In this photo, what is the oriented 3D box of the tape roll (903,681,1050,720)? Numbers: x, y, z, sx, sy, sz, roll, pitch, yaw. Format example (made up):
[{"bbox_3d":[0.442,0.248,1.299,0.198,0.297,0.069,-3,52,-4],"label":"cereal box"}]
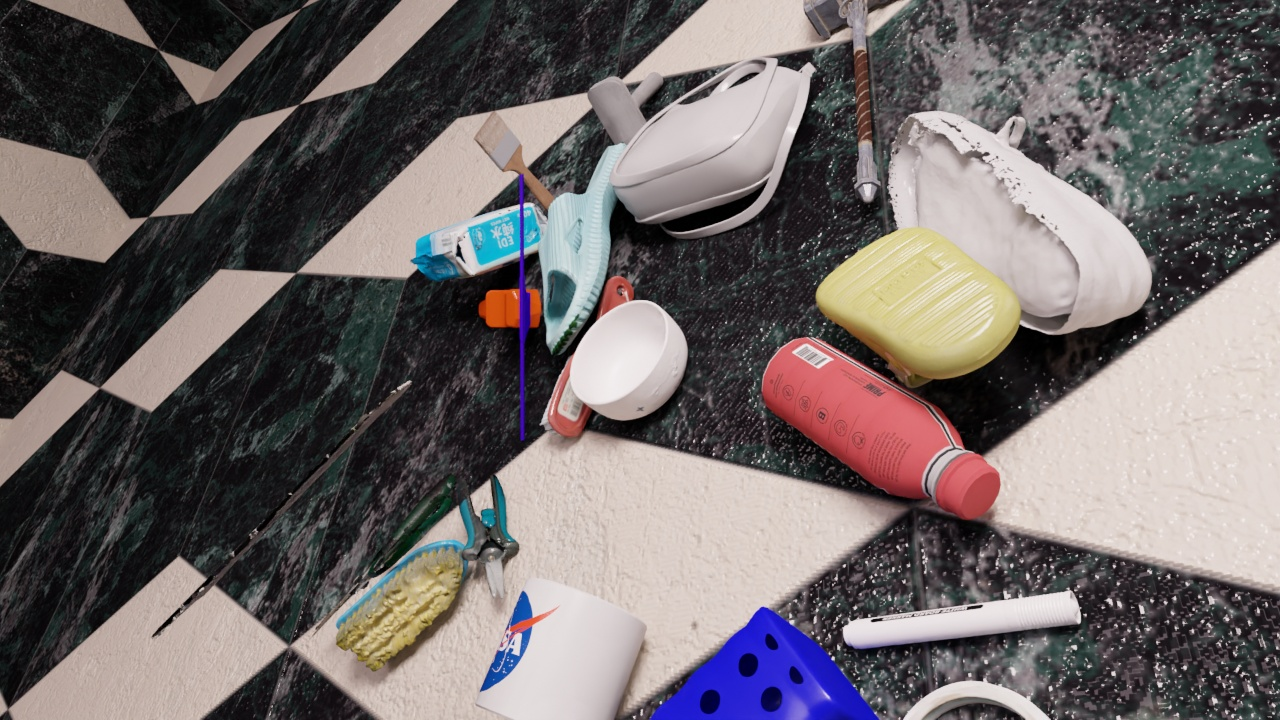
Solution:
[{"bbox_3d":[0.173,0.212,0.469,0.093,0.013,0.092,-26,43,27],"label":"tape roll"}]

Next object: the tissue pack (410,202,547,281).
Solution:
[{"bbox_3d":[-0.172,-0.130,1.022,0.144,0.062,0.093,-29,18,-38],"label":"tissue pack"}]

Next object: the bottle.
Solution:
[{"bbox_3d":[0.152,0.044,0.591,0.062,0.062,0.176,-50,38,-1],"label":"bottle"}]

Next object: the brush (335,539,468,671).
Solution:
[{"bbox_3d":[-0.204,0.205,0.815,0.136,0.055,0.075,-42,16,9],"label":"brush"}]

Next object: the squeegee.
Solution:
[{"bbox_3d":[-0.134,-0.053,0.943,0.185,0.055,0.249,-174,83,-65],"label":"squeegee"}]

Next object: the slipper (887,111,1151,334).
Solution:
[{"bbox_3d":[0.242,-0.102,0.619,0.246,0.074,0.112,-117,41,-52],"label":"slipper"}]

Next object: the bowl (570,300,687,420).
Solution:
[{"bbox_3d":[-0.005,0.005,0.785,0.105,0.054,0.104,-24,46,28],"label":"bowl"}]

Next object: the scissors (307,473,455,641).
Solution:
[{"bbox_3d":[-0.236,0.177,0.860,0.210,0.015,0.154,-43,12,12],"label":"scissors"}]

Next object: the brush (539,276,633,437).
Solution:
[{"bbox_3d":[-0.049,-0.005,0.854,0.030,0.041,0.172,-20,42,53],"label":"brush"}]

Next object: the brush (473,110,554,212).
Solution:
[{"bbox_3d":[-0.127,-0.203,1.006,0.008,0.143,0.045,-4,47,41],"label":"brush"}]

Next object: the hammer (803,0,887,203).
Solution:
[{"bbox_3d":[0.196,-0.255,0.813,0.099,0.044,0.321,-20,47,33],"label":"hammer"}]

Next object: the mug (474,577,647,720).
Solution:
[{"bbox_3d":[-0.057,0.214,0.643,0.121,0.091,0.090,129,165,-67],"label":"mug"}]

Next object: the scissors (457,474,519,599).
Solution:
[{"bbox_3d":[-0.129,0.147,0.805,0.129,0.019,0.138,19,38,23],"label":"scissors"}]

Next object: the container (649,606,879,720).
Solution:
[{"bbox_3d":[0.066,0.213,0.516,0.113,0.085,0.084,-45,39,3],"label":"container"}]

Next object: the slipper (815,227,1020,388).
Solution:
[{"bbox_3d":[0.189,-0.028,0.602,0.092,0.081,0.190,-41,21,5],"label":"slipper"}]

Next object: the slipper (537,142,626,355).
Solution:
[{"bbox_3d":[-0.066,-0.122,0.915,0.116,0.069,0.275,122,164,-52],"label":"slipper"}]

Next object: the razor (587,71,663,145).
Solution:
[{"bbox_3d":[-0.004,-0.293,1.032,0.047,0.088,0.116,-14,31,37],"label":"razor"}]

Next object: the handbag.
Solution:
[{"bbox_3d":[0.087,-0.229,0.896,0.216,0.095,0.222,-10,40,38],"label":"handbag"}]

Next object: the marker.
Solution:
[{"bbox_3d":[0.177,0.147,0.518,0.134,0.017,0.020,-19,10,33],"label":"marker"}]
